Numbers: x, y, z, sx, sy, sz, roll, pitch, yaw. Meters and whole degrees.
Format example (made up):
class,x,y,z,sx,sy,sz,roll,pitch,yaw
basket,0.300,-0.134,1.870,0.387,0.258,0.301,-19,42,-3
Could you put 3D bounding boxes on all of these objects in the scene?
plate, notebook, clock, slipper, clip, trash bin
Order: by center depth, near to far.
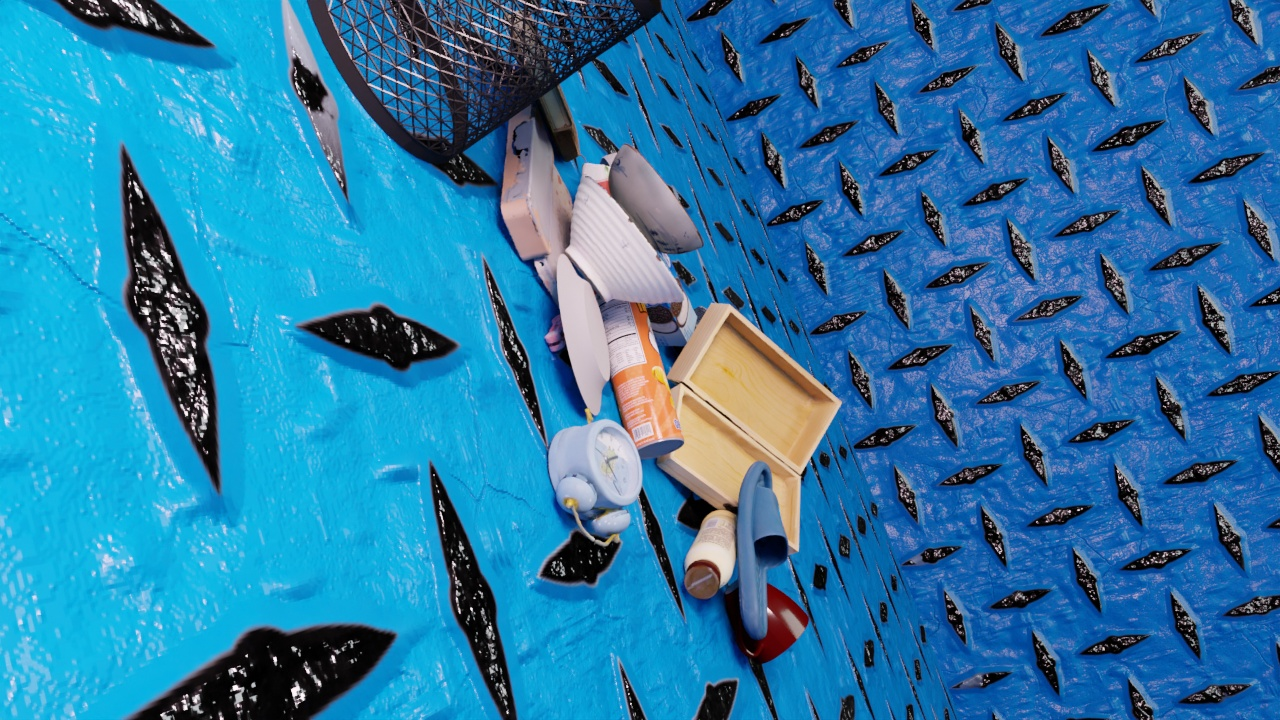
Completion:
class,x,y,z,sx,sy,sz,roll,pitch,yaw
trash bin,-0.126,-0.326,0.810,0.217,0.244,0.216,56,20,-34
clock,-0.041,0.110,0.838,0.089,0.052,0.124,43,38,-38
clip,-0.082,-0.024,0.953,0.057,0.022,0.035,-62,135,-61
plate,-0.054,-0.029,0.967,0.172,0.019,0.173,-10,89,-83
slipper,0.149,0.224,1.090,0.104,0.059,0.213,63,28,-55
notebook,-0.107,-0.311,1.125,0.215,0.034,0.190,-115,-178,-85

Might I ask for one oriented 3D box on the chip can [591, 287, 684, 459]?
class,x,y,z,sx,sy,sz,roll,pitch,yaw
chip can,-0.006,0.006,1.071,0.062,0.062,0.210,32,39,-62

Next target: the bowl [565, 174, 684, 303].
class,x,y,z,sx,sy,sz,roll,pitch,yaw
bowl,-0.033,-0.114,1.014,0.177,0.071,0.177,51,-2,2

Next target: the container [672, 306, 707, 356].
class,x,y,z,sx,sy,sz,roll,pitch,yaw
container,0.129,0.027,1.362,0.187,0.071,0.145,57,-7,-31

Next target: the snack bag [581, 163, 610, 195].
class,x,y,z,sx,sy,sz,roll,pitch,yaw
snack bag,-0.050,-0.189,1.161,0.077,0.036,0.116,-28,121,-73

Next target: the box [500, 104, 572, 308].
class,x,y,z,sx,sy,sz,roll,pitch,yaw
box,-0.112,-0.175,1.031,0.215,0.043,0.149,-95,173,-46

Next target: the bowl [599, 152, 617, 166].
class,x,y,z,sx,sy,sz,roll,pitch,yaw
bowl,-0.007,-0.220,1.259,0.132,0.064,0.132,165,-89,-79

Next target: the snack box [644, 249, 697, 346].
class,x,y,z,sx,sy,sz,roll,pitch,yaw
snack box,0.018,-0.097,1.213,0.226,0.059,0.059,60,40,-54

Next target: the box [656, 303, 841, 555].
class,x,y,z,sx,sy,sz,roll,pitch,yaw
box,0.141,0.091,1.222,0.247,0.097,0.260,37,54,-27

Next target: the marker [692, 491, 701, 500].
class,x,y,z,sx,sy,sz,roll,pitch,yaw
marker,0.074,0.140,1.233,0.018,0.015,0.122,55,19,-33

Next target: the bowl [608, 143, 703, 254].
class,x,y,z,sx,sy,sz,roll,pitch,yaw
bowl,0.004,-0.169,1.037,0.150,0.056,0.151,51,-3,3

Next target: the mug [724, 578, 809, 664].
class,x,y,z,sx,sy,sz,roll,pitch,yaw
mug,0.140,0.315,1.122,0.088,0.087,0.113,50,34,1

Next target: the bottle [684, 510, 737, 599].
class,x,y,z,sx,sy,sz,roll,pitch,yaw
bottle,0.085,0.229,1.081,0.056,0.057,0.161,66,17,-5
